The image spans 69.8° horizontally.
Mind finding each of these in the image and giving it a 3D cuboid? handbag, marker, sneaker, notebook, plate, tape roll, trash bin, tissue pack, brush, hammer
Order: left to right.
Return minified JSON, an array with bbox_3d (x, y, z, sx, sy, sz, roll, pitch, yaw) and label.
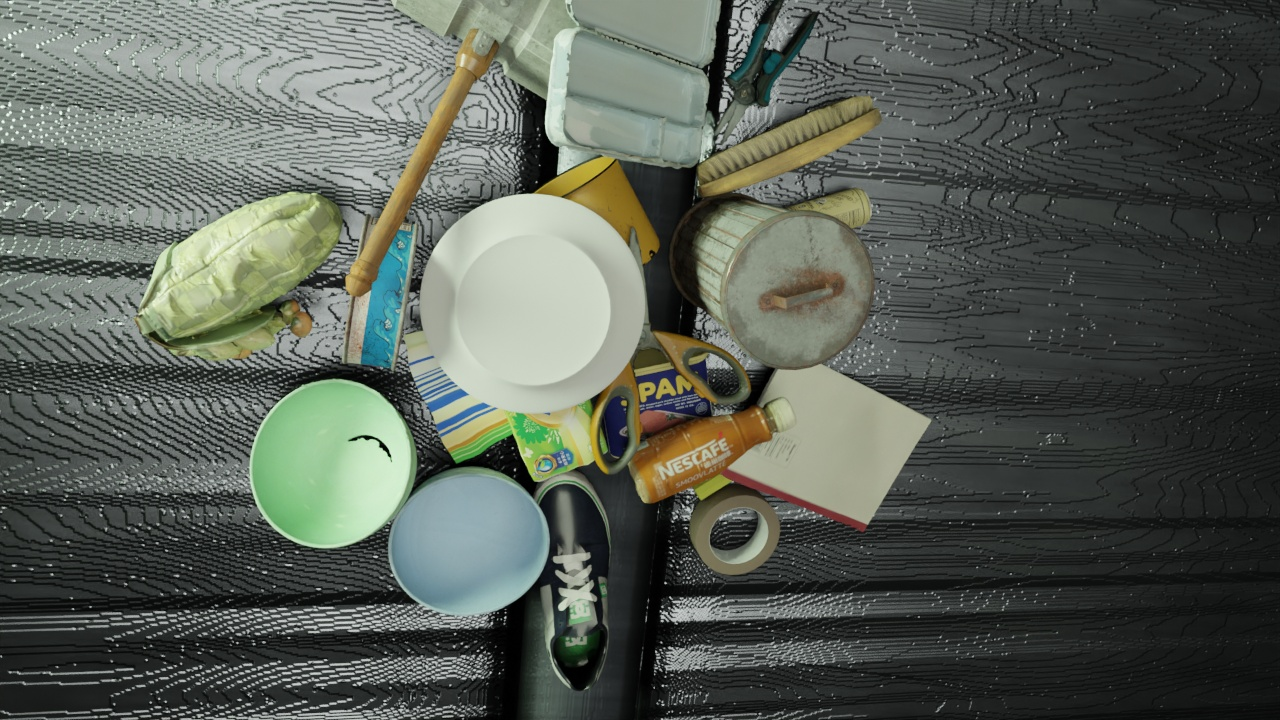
[{"bbox_3d":[-0.327,-0.065,0.778,0.186,0.113,0.117,-30,118,-4],"label":"handbag"},{"bbox_3d":[-0.159,-0.193,0.737,0.162,0.083,0.317,28,78,-19],"label":"hammer"},{"bbox_3d":[-0.132,0.015,0.848,0.141,0.120,0.198,-22,104,-7],"label":"tissue pack"},{"bbox_3d":[-0.089,-0.043,0.768,0.188,0.016,0.189,-2,106,-6],"label":"plate"},{"bbox_3d":[-0.067,0.228,0.941,0.084,0.079,0.235,-6,107,-10],"label":"sneaker"},{"bbox_3d":[0.101,0.183,0.991,0.093,0.030,0.094,-4,107,-12],"label":"tape roll"},{"bbox_3d":[0.111,0.108,0.979,0.124,0.017,0.021,-31,78,-4],"label":"marker"},{"bbox_3d":[0.110,-0.078,0.819,0.130,0.211,0.131,-4,107,-12],"label":"trash bin"},{"bbox_3d":[0.140,-0.204,0.870,0.195,0.059,0.043,-24,101,-7],"label":"brush"},{"bbox_3d":[0.201,0.091,0.985,0.208,0.012,0.153,24,100,-25],"label":"notebook"}]

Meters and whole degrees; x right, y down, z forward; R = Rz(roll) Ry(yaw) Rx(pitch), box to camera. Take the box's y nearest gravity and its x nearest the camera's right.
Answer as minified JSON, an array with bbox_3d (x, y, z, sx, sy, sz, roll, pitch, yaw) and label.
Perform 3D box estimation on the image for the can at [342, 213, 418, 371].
[{"bbox_3d":[-0.224,-0.058,0.791,0.044,0.130,0.130,9,104,-16],"label":"can"}]

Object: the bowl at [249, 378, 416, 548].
[{"bbox_3d":[-0.270,0.096,0.843,0.151,0.077,0.150,-1,81,7],"label":"bowl"}]

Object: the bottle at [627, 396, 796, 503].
[{"bbox_3d":[0.068,0.080,0.879,0.167,0.059,0.059,-23,110,-6],"label":"bottle"}]

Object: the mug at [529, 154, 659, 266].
[{"bbox_3d":[-0.050,-0.114,0.824,0.123,0.101,0.094,-47,118,-36],"label":"mug"}]

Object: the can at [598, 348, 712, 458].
[{"bbox_3d":[0.015,0.039,0.915,0.116,0.056,0.092,-12,110,-9],"label":"can"}]

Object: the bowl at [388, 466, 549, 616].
[{"bbox_3d":[-0.169,0.166,0.901,0.150,0.075,0.151,-4,107,-13],"label":"bowl"}]

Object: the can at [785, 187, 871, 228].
[{"bbox_3d":[0.185,-0.143,0.909,0.079,0.038,0.038,-17,109,-8],"label":"can"}]

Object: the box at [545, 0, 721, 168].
[{"bbox_3d":[0.001,-0.263,0.774,0.208,0.037,0.189,-10,108,-54],"label":"box"}]

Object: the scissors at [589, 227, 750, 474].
[{"bbox_3d":[-0.003,0.002,0.819,0.225,0.016,0.216,37,89,-24],"label":"scissors"}]

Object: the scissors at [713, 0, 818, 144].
[{"bbox_3d":[0.119,-0.276,0.865,0.144,0.019,0.126,-20,110,-5],"label":"scissors"}]
